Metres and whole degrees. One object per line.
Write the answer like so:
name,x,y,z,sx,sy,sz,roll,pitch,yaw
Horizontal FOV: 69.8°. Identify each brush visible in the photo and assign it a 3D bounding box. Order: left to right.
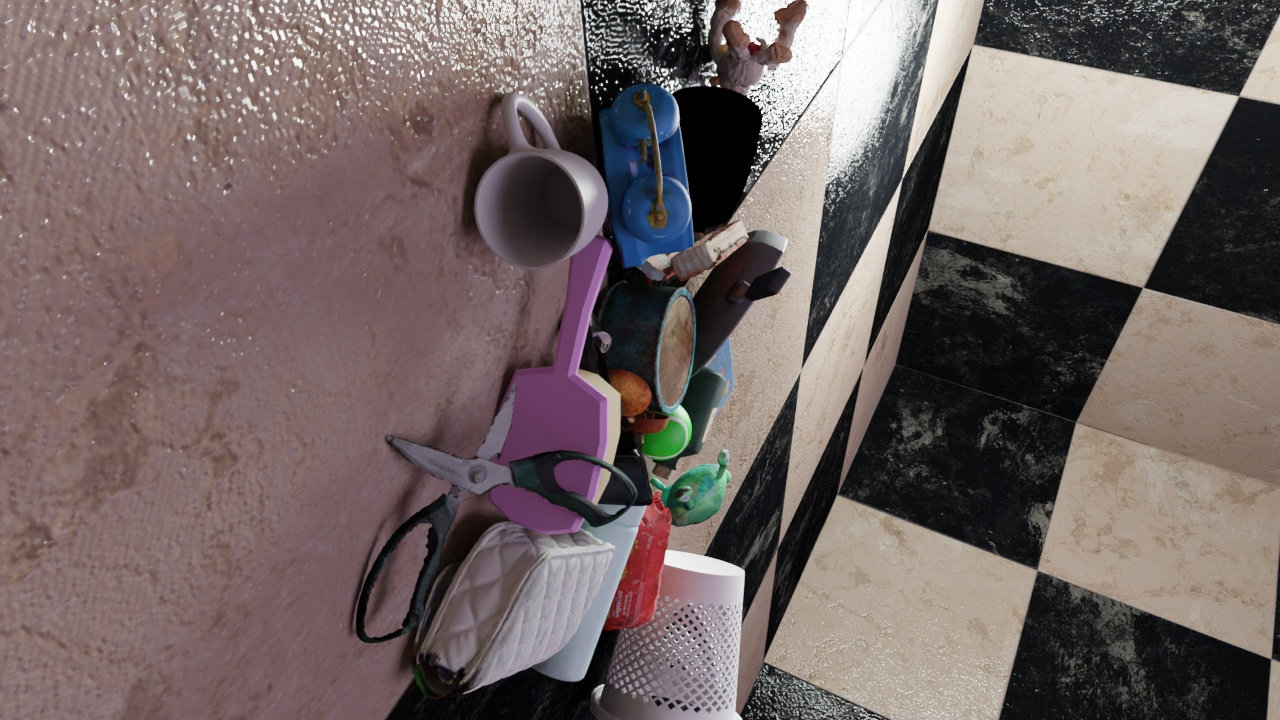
brush,-0.054,0.017,0.690,0.043,0.089,0.229,-23,128,-70

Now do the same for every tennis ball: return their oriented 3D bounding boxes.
tennis ball,0.021,0.073,0.970,0.065,0.065,0.065,-52,153,-41

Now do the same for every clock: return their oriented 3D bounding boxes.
clock,-0.005,0.005,0.819,0.121,0.073,0.157,57,43,-62
clock,0.004,-0.130,0.660,0.161,0.060,0.116,60,24,-87

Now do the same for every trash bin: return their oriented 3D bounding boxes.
trash bin,0.050,0.354,1.163,0.195,0.196,0.199,17,83,-70

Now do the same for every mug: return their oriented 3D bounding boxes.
mug,-0.061,-0.119,0.591,0.089,0.071,0.107,-48,124,-69
mug,0.055,-0.163,0.800,0.104,0.084,0.112,97,2,-50

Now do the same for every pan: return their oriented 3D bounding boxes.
pan,0.090,-0.065,0.875,0.178,0.041,0.357,-56,-177,-2

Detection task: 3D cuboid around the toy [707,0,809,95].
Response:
toy,0.101,-0.281,0.840,0.106,0.085,0.074,114,-26,-63

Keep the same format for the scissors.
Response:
scissors,-0.103,0.116,0.632,0.201,0.015,0.202,28,93,-35

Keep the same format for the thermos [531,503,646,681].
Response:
thermos,-0.051,0.206,0.906,0.207,0.065,0.078,-70,160,-2

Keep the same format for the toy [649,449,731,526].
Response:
toy,0.050,0.156,1.066,0.130,0.072,0.194,-42,178,-22

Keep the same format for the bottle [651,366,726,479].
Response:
bottle,0.046,0.070,1.037,0.131,0.061,0.061,-68,162,-6

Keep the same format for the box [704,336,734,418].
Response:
box,0.092,0.009,1.143,0.065,0.037,0.210,-60,157,-21

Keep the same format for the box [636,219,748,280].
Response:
box,0.048,-0.102,0.837,0.186,0.085,0.048,-43,121,-69

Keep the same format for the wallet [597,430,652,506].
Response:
wallet,-0.038,0.096,0.797,0.115,0.089,0.026,76,18,-57

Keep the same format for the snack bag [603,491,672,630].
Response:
snack bag,-0.011,0.224,1.004,0.082,0.082,0.177,-38,142,-56

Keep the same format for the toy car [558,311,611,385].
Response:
toy car,-0.040,0.000,0.744,0.040,0.037,0.092,46,32,-67

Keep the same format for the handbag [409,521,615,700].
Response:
handbag,-0.102,0.198,0.760,0.139,0.072,0.194,-61,160,0
